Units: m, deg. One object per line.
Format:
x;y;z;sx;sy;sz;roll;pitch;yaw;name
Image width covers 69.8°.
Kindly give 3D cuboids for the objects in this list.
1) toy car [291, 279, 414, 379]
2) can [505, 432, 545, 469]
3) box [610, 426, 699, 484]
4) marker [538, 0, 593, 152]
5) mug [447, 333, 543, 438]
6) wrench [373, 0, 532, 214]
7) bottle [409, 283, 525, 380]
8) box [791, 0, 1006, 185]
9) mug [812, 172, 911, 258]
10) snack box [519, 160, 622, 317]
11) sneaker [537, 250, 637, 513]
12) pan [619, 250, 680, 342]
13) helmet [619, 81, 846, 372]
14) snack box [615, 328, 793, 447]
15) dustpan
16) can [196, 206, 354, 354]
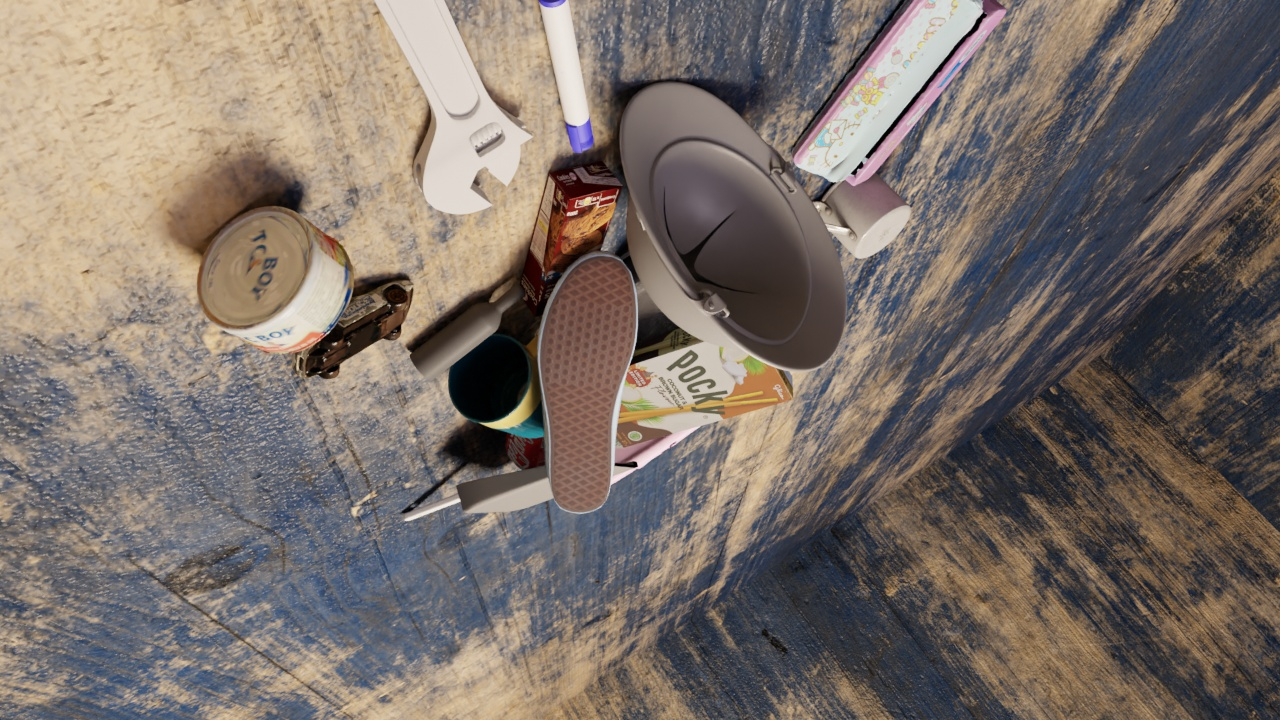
-0.218;-0.028;0.697;0.112;0.040;0.049;-39;164;-43;toy car
-0.111;0.074;0.990;0.064;0.064;0.105;-23;153;-27;can
-0.013;0.095;1.151;0.201;0.087;0.103;-32;168;-10;box
-0.050;-0.195;0.629;0.020;0.020;0.142;-31;156;-10;marker
-0.108;0.018;0.868;0.113;0.083;0.107;-42;156;4;mug
-0.132;-0.178;0.556;0.086;0.018;0.273;-32;155;-4;wrench
-0.146;-0.028;0.795;0.113;0.030;0.030;-37;156;3;bottle
0.251;-0.261;0.886;0.149;0.049;0.215;-4;141;-45;box
0.238;-0.160;1.019;0.113;0.070;0.084;-24;154;-30;mug
-0.062;-0.100;0.774;0.050;0.031;0.141;-20;152;-32;snack box
-0.054;0.012;0.830;0.083;0.098;0.241;3;111;-8;sneaker
-0.006;0.006;0.951;0.187;0.055;0.358;32;129;-21;pan
0.050;-0.094;0.771;0.118;0.271;0.182;-18;-147;49;helmet
0.043;0.019;0.895;0.186;0.031;0.101;-18;128;22;snack box
-0.146;0.143;1.013;0.258;0.033;0.163;-22;167;12;dustpan
-0.229;-0.051;0.575;0.086;0.086;0.043;-37;155;2;can
